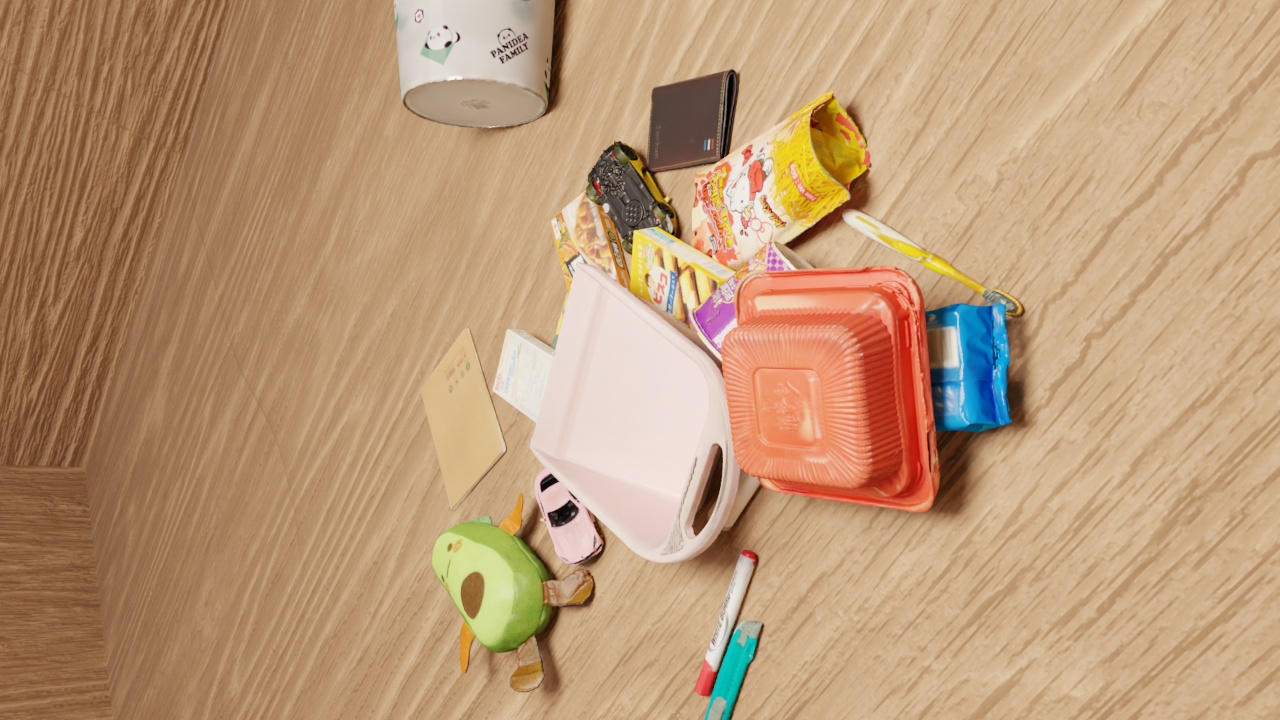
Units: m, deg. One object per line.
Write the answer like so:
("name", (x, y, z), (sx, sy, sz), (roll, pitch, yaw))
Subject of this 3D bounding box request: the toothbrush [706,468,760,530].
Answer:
("toothbrush", (0.123, 0.064, 0.825), (0.221, 0.026, 0.026), (-61, 24, 22))

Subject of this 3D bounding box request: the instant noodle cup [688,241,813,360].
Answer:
("instant noodle cup", (0.114, -0.043, 0.802), (0.099, 0.111, 0.111), (-51, 48, 18))

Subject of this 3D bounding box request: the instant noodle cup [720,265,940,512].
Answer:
("instant noodle cup", (0.131, 0.024, 0.687), (0.165, 0.078, 0.189), (0, 102, 43))

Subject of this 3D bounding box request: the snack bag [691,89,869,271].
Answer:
("snack bag", (0.114, -0.156, 0.859), (0.208, 0.073, 0.128), (-26, 65, 52))

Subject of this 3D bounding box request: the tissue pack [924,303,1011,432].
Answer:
("tissue pack", (0.212, 0.009, 0.712), (0.157, 0.052, 0.095), (-7, 82, 48))

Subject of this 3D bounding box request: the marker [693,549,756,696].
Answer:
("marker", (0.079, 0.244, 0.852), (0.017, 0.017, 0.145), (28, 105, 48))

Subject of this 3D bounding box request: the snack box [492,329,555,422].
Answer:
("snack box", (-0.115, 0.029, 1.089), (0.157, 0.026, 0.085), (30, 111, 41))

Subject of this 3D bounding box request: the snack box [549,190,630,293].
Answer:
("snack box", (-0.057, -0.118, 1.059), (0.075, 0.026, 0.153), (-34, 60, 32))

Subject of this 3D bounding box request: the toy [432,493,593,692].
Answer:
("toy", (-0.168, 0.266, 1.075), (0.247, 0.090, 0.227), (24, 92, 44))

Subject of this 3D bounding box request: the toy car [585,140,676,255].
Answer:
("toy car", (-0.008, -0.171, 1.005), (0.071, 0.041, 0.155), (-48, 60, 32))

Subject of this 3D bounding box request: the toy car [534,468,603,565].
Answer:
("toy car", (-0.083, 0.169, 1.023), (0.056, 0.037, 0.122), (-33, 57, 12))

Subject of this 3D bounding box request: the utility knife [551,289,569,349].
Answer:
("utility knife", (-0.092, -0.038, 1.104), (0.031, 0.018, 0.165), (21, 95, 43))

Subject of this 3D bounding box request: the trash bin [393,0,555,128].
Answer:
("trash bin", (-0.210, -0.445, 1.163), (0.230, 0.229, 0.252), (-5, 84, 48))

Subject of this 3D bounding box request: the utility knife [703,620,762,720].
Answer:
("utility knife", (0.071, 0.329, 0.847), (0.029, 0.013, 0.205), (27, 104, 48))

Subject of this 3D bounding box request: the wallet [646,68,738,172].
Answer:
("wallet", (0.051, -0.252, 0.973), (0.122, 0.020, 0.096), (6, 88, 51))

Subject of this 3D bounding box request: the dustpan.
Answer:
("dustpan", (-0.014, 0.054, 0.850), (0.274, 0.138, 0.223), (21, 111, 22))

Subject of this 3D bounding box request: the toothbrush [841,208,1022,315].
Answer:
("toothbrush", (0.227, -0.083, 0.740), (0.191, 0.018, 0.016), (43, 113, 43))

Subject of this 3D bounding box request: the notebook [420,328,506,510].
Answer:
("notebook", (-0.249, 0.079, 1.263), (0.148, 0.008, 0.207), (-47, 51, 33))

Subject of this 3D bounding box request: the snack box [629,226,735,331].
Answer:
("snack box", (0.041, -0.069, 0.918), (0.140, 0.033, 0.087), (40, 135, 45))
